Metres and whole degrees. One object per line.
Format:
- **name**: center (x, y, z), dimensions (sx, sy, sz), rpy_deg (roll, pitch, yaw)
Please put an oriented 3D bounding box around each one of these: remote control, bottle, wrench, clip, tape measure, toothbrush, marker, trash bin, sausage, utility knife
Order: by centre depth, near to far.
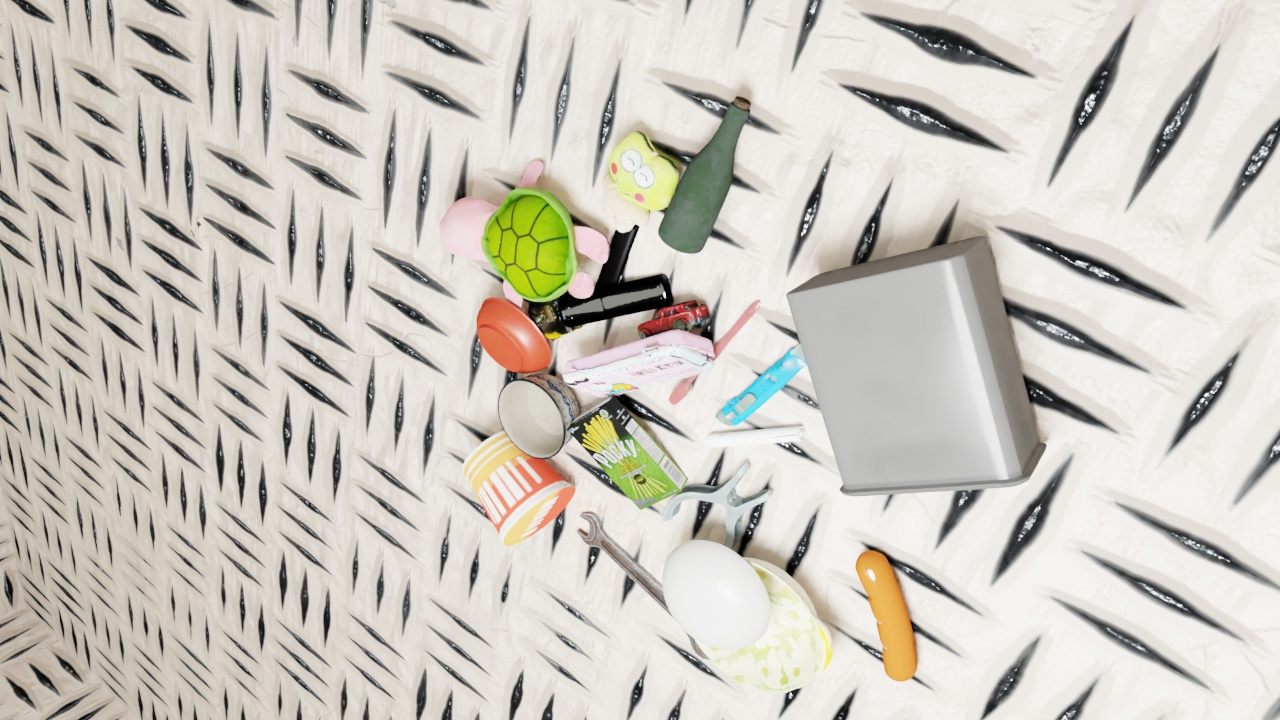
- **trash bin**: center (0.267, 0.011, 0.902), dimensions (0.192, 0.097, 0.220), rpy_deg (-11, 102, 39)
- **bottle**: center (0.074, -0.198, 0.975), dimensions (0.055, 0.055, 0.175), rpy_deg (37, 126, 17)
- **sausage**: center (0.285, 0.294, 1.053), dimensions (0.045, 0.039, 0.164), rpy_deg (-9, 105, 38)
- **utility knife**: center (0.139, 0.032, 1.058), dimensions (0.031, 0.015, 0.159), rpy_deg (45, 128, 5)
- **toothbrush**: center (0.087, -0.008, 1.079), dimensions (0.015, 0.015, 0.185), rpy_deg (46, 127, 10)
- **marker**: center (0.132, 0.092, 1.085), dimensions (0.134, 0.020, 0.017), rpy_deg (-9, 106, 38)
- **remote control**: center (-0.031, -0.119, 1.113), dimensions (0.028, 0.011, 0.124), rpy_deg (36, 127, 18)
- **remote control**: center (-0.033, -0.071, 1.116), dimensions (0.152, 0.020, 0.041), rpy_deg (-11, 102, 24)
- **clip**: center (0.078, 0.169, 1.155), dimensions (0.143, 0.029, 0.172), rpy_deg (41, 128, 12)
- **tape measure**: center (-0.115, -0.061, 1.183), dimensions (0.063, 0.038, 0.067), rpy_deg (-21, 98, 41)
- **wrench**: center (0.012, 0.312, 1.279), dimensions (0.273, 0.010, 0.070), rpy_deg (41, 128, 14)

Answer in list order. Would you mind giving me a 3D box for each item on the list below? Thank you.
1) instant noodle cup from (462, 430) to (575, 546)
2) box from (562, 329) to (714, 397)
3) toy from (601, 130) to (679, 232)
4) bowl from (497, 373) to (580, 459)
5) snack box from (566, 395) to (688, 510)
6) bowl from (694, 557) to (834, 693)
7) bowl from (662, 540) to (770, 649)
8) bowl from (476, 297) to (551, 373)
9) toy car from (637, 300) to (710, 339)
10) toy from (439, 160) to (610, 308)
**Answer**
- **instant noodle cup**: center (-0.177, 0.173, 1.290), dimensions (0.121, 0.123, 0.124), rpy_deg (48, 130, 18)
- **box**: center (-0.007, 0.008, 1.102), dimensions (0.203, 0.086, 0.044), rpy_deg (-15, 67, 42)
- **toy**: center (-0.006, -0.196, 1.038), dimensions (0.092, 0.046, 0.115), rpy_deg (47, 132, 12)
- **bowl**: center (-0.130, 0.069, 1.239), dimensions (0.116, 0.059, 0.116), rpy_deg (15, 119, 30)
- **snack box**: center (-0.017, 0.121, 1.180), dimensions (0.147, 0.025, 0.080), rpy_deg (49, 131, -10)
- **bowl**: center (0.149, 0.319, 1.151), dimensions (0.220, 0.060, 0.188), rpy_deg (6, 113, 33)
- **bowl**: center (0.083, 0.295, 1.120), dimensions (0.150, 0.043, 0.150), rpy_deg (15, 118, 30)
- **bowl**: center (-0.175, -0.025, 1.216), dimensions (0.122, 0.035, 0.122), rpy_deg (30, 148, 21)
- **toy car**: center (0.037, -0.046, 1.078), dimensions (0.091, 0.042, 0.036), rpy_deg (-19, 91, 39)
- **toy**: center (-0.144, -0.148, 1.134), dimensions (0.238, 0.087, 0.190), rpy_deg (24, 116, 26)
